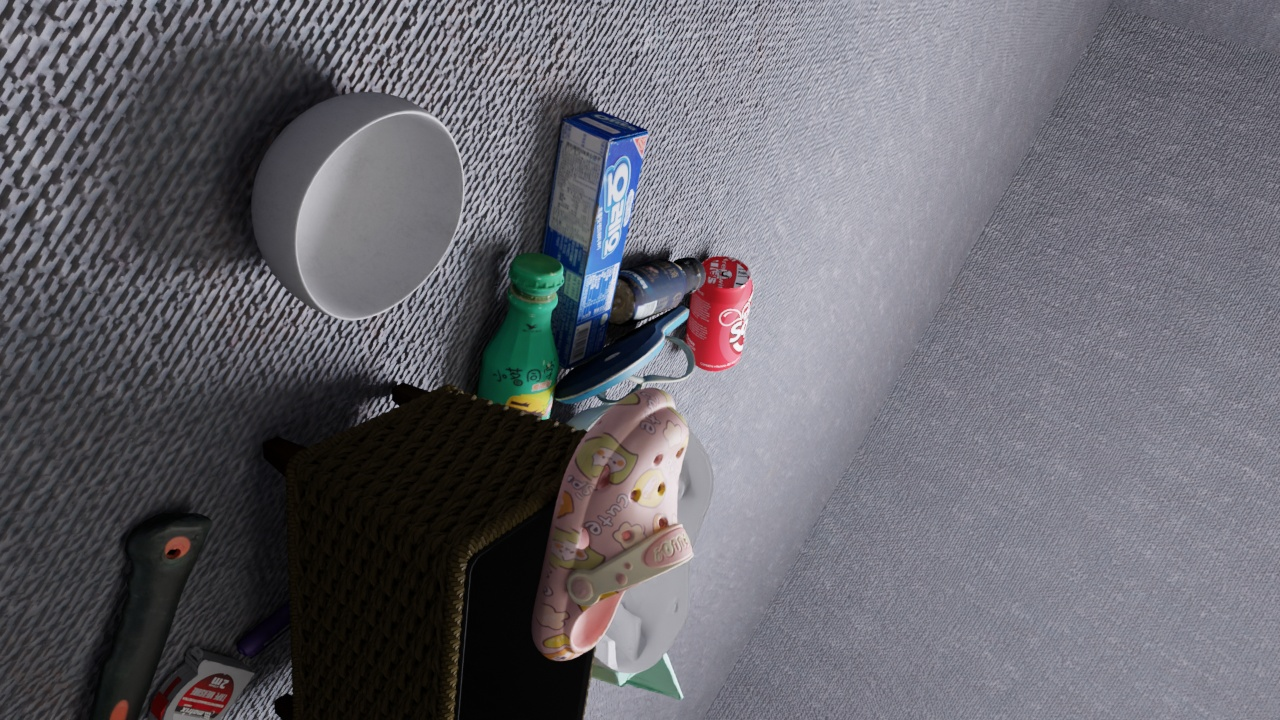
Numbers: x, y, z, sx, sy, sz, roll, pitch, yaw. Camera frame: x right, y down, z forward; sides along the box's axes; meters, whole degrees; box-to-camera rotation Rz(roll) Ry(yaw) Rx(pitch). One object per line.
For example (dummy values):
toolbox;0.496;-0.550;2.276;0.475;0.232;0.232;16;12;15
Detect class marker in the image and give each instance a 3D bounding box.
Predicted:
marker;-0.269;0.193;0.748;0.015;0.018;0.133;-22;-167;48

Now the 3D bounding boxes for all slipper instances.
slipper;-0.005;0.005;0.916;0.118;0.060;0.294;-23;-173;19
slipper;-0.009;0.117;0.589;0.093;0.081;0.197;-6;118;-60

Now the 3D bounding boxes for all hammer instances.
hammer;-0.352;0.250;0.608;0.133;0.033;0.333;9;106;-49

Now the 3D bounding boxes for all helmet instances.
helmet;-0.029;0.180;0.946;0.184;0.281;0.224;-28;131;26

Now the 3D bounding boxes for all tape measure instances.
tape measure;-0.329;0.246;0.682;0.062;0.020;0.060;-56;151;-14

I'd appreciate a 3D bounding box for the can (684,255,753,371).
can;0.097;-0.055;1.146;0.074;0.074;0.143;-43;151;-36

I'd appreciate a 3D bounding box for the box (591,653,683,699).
box;-0.055;0.336;1.015;0.078;0.188;0.110;-45;122;-37

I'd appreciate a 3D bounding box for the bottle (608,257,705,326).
bottle;0.015;-0.078;0.975;0.160;0.056;0.056;-25;139;-54

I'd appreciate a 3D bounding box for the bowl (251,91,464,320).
bowl;-0.174;-0.097;0.549;0.131;0.064;0.132;-46;153;-32

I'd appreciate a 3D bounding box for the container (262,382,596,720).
container;-0.159;0.187;0.692;0.176;0.205;0.322;-29;136;-51

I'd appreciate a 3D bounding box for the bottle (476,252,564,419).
bottle;-0.106;0.007;0.806;0.067;0.068;0.210;-31;143;-50

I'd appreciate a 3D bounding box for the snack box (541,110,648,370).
snack box;-0.050;-0.102;0.811;0.059;0.059;0.227;-28;141;-46
